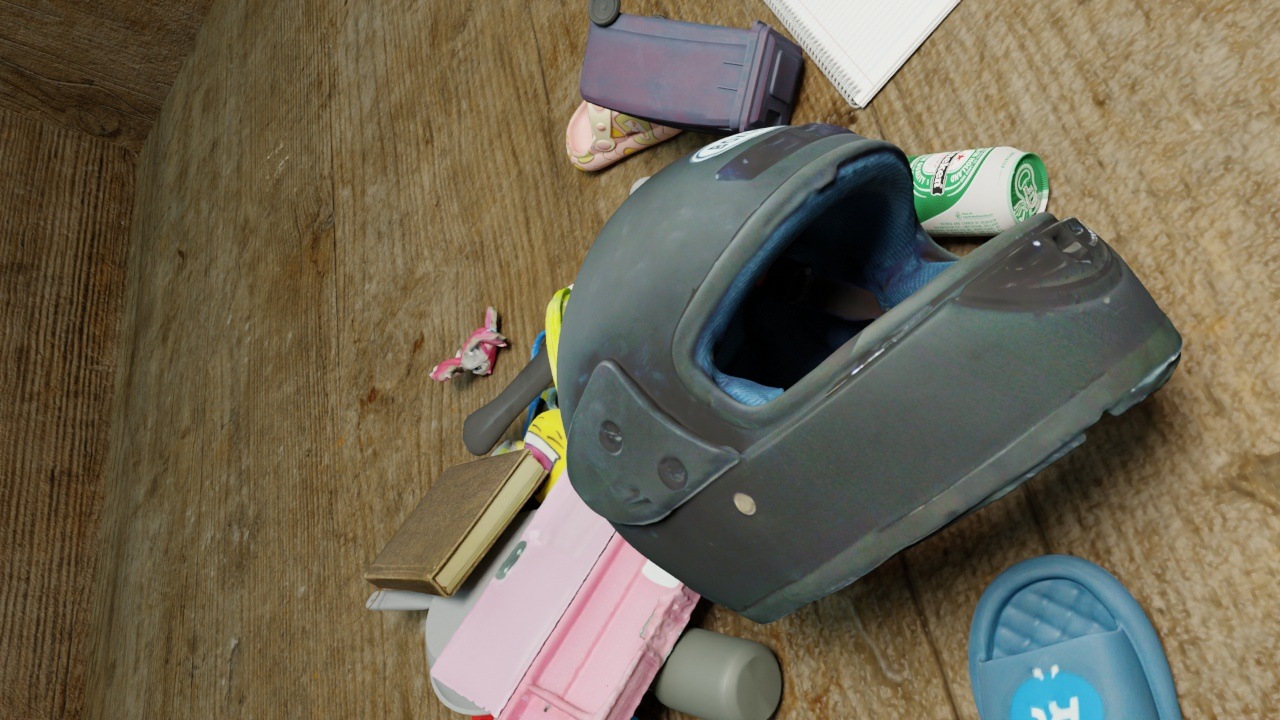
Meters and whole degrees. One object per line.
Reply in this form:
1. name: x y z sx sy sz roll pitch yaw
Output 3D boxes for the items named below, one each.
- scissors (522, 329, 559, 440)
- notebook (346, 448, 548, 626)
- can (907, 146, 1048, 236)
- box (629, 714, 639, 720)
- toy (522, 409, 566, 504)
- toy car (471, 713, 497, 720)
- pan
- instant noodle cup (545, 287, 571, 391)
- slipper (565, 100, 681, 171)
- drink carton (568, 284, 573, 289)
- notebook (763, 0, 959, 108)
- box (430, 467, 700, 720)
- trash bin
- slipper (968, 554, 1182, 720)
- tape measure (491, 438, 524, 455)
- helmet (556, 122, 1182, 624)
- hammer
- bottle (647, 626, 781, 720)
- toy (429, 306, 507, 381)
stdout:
1. scissors: -0.098 0.032 0.923 0.127 0.015 0.125 31 108 53
2. notebook: -0.192 0.171 0.863 0.189 0.034 0.216 -54 18 -27
3. can: 0.198 -0.105 0.579 0.101 0.053 0.053 8 85 51
4. box: -0.056 0.325 0.756 0.244 0.071 0.170 -3 108 49
5. toy: -0.080 0.091 0.860 0.095 0.041 0.094 30 107 52
6. toy car: -0.148 0.338 0.877 0.038 0.025 0.089 -26 60 43
7. pan: -0.167 0.217 0.844 0.358 0.051 0.200 -10 40 41
8. instant noodle cup: -0.004 0.004 0.713 0.098 0.146 0.146 -16 62 9
9. slipper: -0.022 -0.247 0.864 0.198 0.081 0.093 -17 65 48
10. drink carton: -0.041 -0.012 0.856 0.069 0.038 0.122 -47 53 30
11. notebook: 0.172 -0.331 0.711 0.178 0.013 0.245 -48 47 28
12. box: -0.037 0.175 0.699 0.179 0.039 0.232 14 60 44
13. trash bin: 0.042 -0.233 0.734 0.161 0.093 0.092 18 103 27
14. slipper: 0.218 0.206 0.459 0.104 0.059 0.213 -30 58 44
15. tape measure: -0.131 0.115 0.925 0.064 0.016 0.065 -36 54 47
16. helmet: 0.081 -0.010 0.504 0.236 0.248 0.317 54 145 11
17. hammer: -0.061 -0.017 0.834 0.312 0.029 0.125 -45 60 21
18. bottle: 0.045 0.224 0.656 0.109 0.060 0.060 -6 74 49
19. toy: -0.183 -0.005 1.010 0.102 0.050 0.065 -37 28 14
